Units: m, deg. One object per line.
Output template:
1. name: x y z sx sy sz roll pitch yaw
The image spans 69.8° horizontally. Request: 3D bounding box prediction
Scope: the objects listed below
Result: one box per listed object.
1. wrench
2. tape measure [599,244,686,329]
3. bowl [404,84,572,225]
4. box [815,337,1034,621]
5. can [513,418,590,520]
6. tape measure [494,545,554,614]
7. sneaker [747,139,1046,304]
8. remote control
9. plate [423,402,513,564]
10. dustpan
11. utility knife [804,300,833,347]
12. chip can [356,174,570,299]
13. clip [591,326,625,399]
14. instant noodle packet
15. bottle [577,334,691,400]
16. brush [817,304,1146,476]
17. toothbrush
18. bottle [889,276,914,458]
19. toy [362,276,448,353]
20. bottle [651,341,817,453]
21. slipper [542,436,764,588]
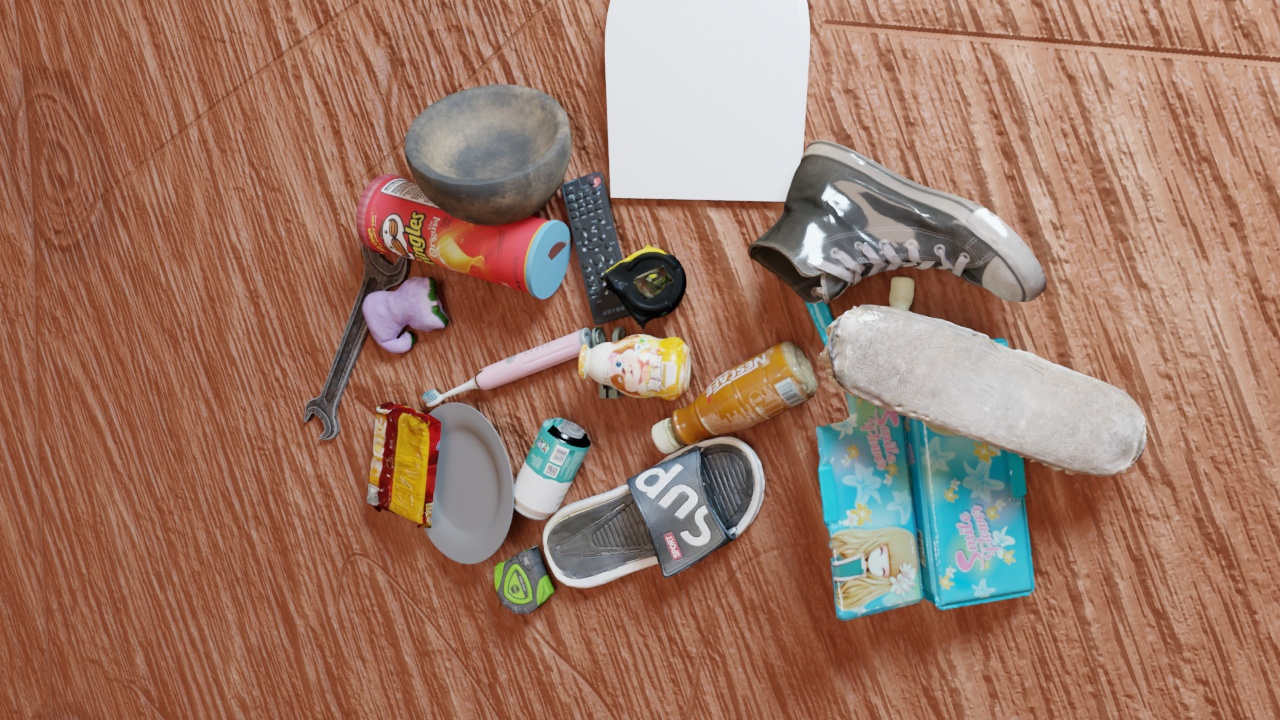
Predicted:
1. wrench: -0.337 -0.027 1.077 0.070 0.010 0.274 31 107 17
2. tape measure: 0.009 -0.075 0.898 0.072 0.042 0.071 -38 87 -4
3. bowl: -0.147 -0.199 0.911 0.162 0.161 0.070 20 145 20
4. box: 0.239 0.103 0.794 0.181 0.039 0.227 -8 93 -7
5. can: -0.096 0.114 0.966 0.055 0.054 0.102 32 107 17
6. tape measure: -0.127 0.243 1.006 0.059 0.035 0.065 -23 83 14
7. sneaker: 0.213 -0.086 0.775 0.235 0.095 0.120 31 84 17
8. remote control: -0.041 -0.114 0.938 0.047 0.022 0.150 -14 89 24
9. plate: -0.197 0.135 1.016 0.179 0.012 0.178 4 96 40
10. dustpan: 0.064 -0.287 0.875 0.192 0.053 0.258 6 109 22
11. utility knife: 0.167 -0.044 0.859 0.022 0.015 0.141 -21 88 3
12. chip can: -0.186 -0.131 0.962 0.213 0.087 0.087 17 102 19
13. clip: -0.031 0.002 0.945 0.037 0.023 0.075 0 97 22
14. instant noodle packet: -0.267 0.118 1.039 0.099 0.039 0.135 13 100 40
15. bottle: -0.005 0.005 0.902 0.109 0.063 0.063 4 97 8
16. brush: 0.277 0.025 0.744 0.271 0.056 0.083 19 89 -4
17. toothbrush: -0.148 0.012 0.992 0.223 0.027 0.026 -20 117 23
18. bottle: 0.226 0.016 0.826 0.045 0.045 0.184 7 91 22
19. toy: -0.262 -0.050 1.030 0.100 0.036 0.080 -12 107 19
20. bottle: 0.085 0.042 0.880 0.167 0.059 0.059 -30 84 24
21. slipper: 0.006 0.164 0.927 0.264 0.063 0.111 -24 86 26
